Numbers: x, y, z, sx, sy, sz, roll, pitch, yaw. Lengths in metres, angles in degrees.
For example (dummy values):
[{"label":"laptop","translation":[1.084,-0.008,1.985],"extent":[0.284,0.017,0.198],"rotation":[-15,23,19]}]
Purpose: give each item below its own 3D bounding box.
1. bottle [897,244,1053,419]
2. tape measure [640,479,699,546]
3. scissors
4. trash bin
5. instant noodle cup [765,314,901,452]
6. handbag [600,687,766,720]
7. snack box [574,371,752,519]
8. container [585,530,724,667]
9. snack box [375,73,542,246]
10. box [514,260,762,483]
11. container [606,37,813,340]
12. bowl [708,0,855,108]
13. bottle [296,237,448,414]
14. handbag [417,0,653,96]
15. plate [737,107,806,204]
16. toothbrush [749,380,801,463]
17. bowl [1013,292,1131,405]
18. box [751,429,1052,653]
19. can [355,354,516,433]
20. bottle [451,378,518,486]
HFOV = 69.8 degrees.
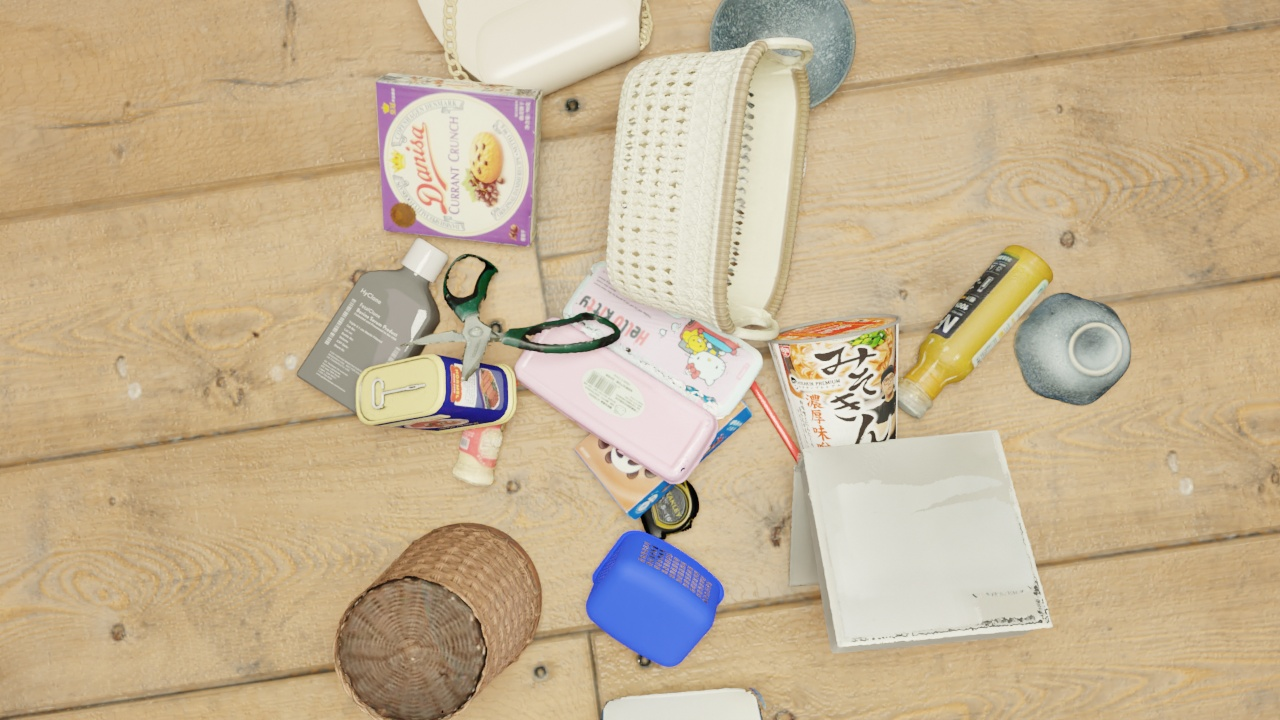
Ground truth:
[{"label":"bottle","translation":[0.312,-0.025,0.877],"extent":[0.053,0.053,0.186],"rotation":[42,90,1]},{"label":"tape measure","translation":[0.026,0.139,0.886],"extent":[0.061,0.034,0.061],"rotation":[-23,75,7]},{"label":"scissors","translation":[-0.111,-0.036,0.834],"extent":[0.202,0.201,0.015],"rotation":[9,127,-7]},{"label":"trash bin","translation":[-0.171,0.232,0.801],"extent":[0.151,0.210,0.151],"rotation":[0,90,1]},{"label":"instant noodle cup","translation":[0.186,0.028,0.852],"extent":[0.123,0.123,0.122],"rotation":[-10,98,0]},{"label":"handbag","translation":[0.040,0.341,0.813],"extent":[0.151,0.176,0.074],"rotation":[-3,87,1]},{"label":"snack box","translation":[0.021,0.069,0.872],"extent":[0.151,0.034,0.087],"rotation":[-42,63,-1]},{"label":"container","translation":[0.011,0.226,0.856],"extent":[0.114,0.058,0.096],"rotation":[33,115,-2]},{"label":"snack box","translation":[-0.169,-0.187,0.860],"extent":[0.148,0.040,0.144],"rotation":[6,120,1]},{"label":"box","translation":[-0.005,0.005,0.857],"extent":[0.201,0.038,0.152],"rotation":[32,85,20]},{"label":"container","translation":[0.064,-0.149,0.796],"extent":[0.143,0.184,0.246],"rotation":[10,101,25]},{"label":"bowl","translation":[0.132,-0.297,0.881],"extent":[0.137,0.057,0.137],"rotation":[0,89,0]},{"label":"bottle","translation":[-0.246,-0.037,0.887],"extent":[0.084,0.046,0.174],"rotation":[32,90,1]},{"label":"handbag","translation":[-0.104,-0.362,0.863],"extent":[0.211,0.103,0.208],"rotation":[-22,93,2]},{"label":"plate","translation":[0.113,-0.201,0.887],"extent":[0.104,0.026,0.104],"rotation":[1,82,-6]},{"label":"toothbrush","translation":[0.155,0.107,0.897],"extent":[0.018,0.012,0.212],"rotation":[-32,89,0]},{"label":"bowl","translation":[0.421,-0.011,0.875],"extent":[0.110,0.055,0.110],"rotation":[0,90,1]},{"label":"box","translation":[0.221,0.156,0.896],"extent":[0.167,0.422,0.173],"rotation":[-5,87,0]},{"label":"can","translation":[-0.187,0.031,0.834],"extent":[0.116,0.092,0.056],"rotation":[-11,77,31]},{"label":"bottle","translation":[-0.150,0.065,0.887],"extent":[0.044,0.044,0.109],"rotation":[14,90,1]}]
